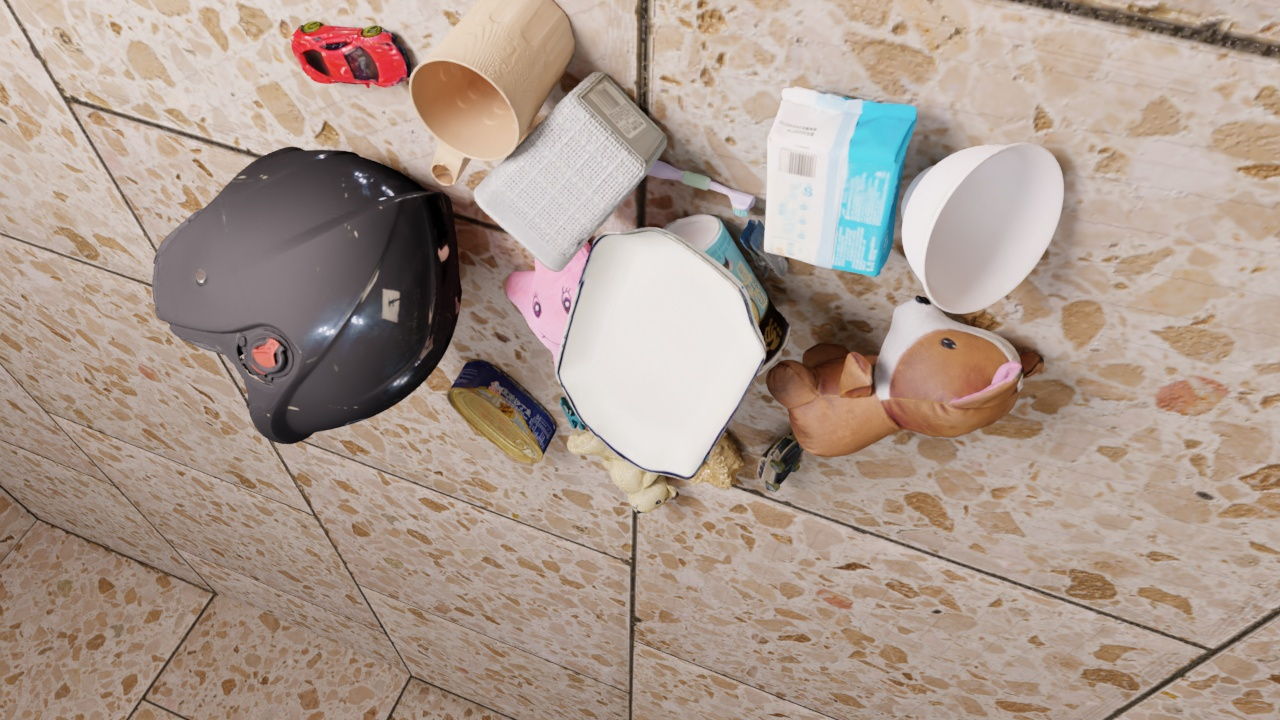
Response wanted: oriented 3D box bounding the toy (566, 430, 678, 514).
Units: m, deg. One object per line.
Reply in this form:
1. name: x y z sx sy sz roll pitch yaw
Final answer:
1. toy: -0.023 0.130 1.095 0.105 0.066 0.157 -8 141 48

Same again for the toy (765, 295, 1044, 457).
1. toy: 0.215 0.013 0.746 0.200 0.139 0.130 -3 101 33

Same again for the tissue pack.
1. tissue pack: 0.139 -0.125 0.646 0.090 0.063 0.140 16 144 18

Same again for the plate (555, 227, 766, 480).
1. plate: 0.015 -0.004 0.749 0.162 0.034 0.266 37 142 12

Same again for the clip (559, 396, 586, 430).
1. clip: -0.078 0.064 1.090 0.040 0.014 0.056 9 144 24

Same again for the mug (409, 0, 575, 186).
1. mug: -0.110 -0.199 0.673 0.084 0.103 0.125 30 146 -6

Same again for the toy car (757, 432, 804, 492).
1. toy car: 0.147 0.106 0.973 0.035 0.042 0.091 40 157 19

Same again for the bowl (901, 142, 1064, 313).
1. bowl: 0.216 -0.098 0.618 0.064 0.118 0.118 46 169 48

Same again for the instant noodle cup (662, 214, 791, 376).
1. instant noodle cup: 0.054 -0.053 0.772 0.111 0.111 0.120 -4 130 37

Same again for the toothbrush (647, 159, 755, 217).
1. toothbrush: 0.001 -0.155 0.738 0.189 0.029 0.021 21 106 10

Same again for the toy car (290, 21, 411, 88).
1. toy car: -0.239 -0.250 0.756 0.106 0.031 0.049 10 144 19

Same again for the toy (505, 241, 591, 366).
1. toy: -0.062 -0.061 0.856 0.195 0.074 0.178 3 120 45

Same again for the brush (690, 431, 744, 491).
1. brush: 0.071 0.068 0.960 0.083 0.045 0.255 20 152 15

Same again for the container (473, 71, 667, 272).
1. container: -0.048 -0.145 0.694 0.090 0.090 0.115 43 123 -12

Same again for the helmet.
1. helmet: -0.279 -0.058 0.845 0.230 0.233 0.275 -1 100 12

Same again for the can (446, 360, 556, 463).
1. can: -0.167 0.063 1.116 0.075 0.049 0.148 -15 129 45

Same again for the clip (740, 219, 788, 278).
1. clip: 0.102 -0.089 0.755 0.033 0.025 0.057 4 146 38
